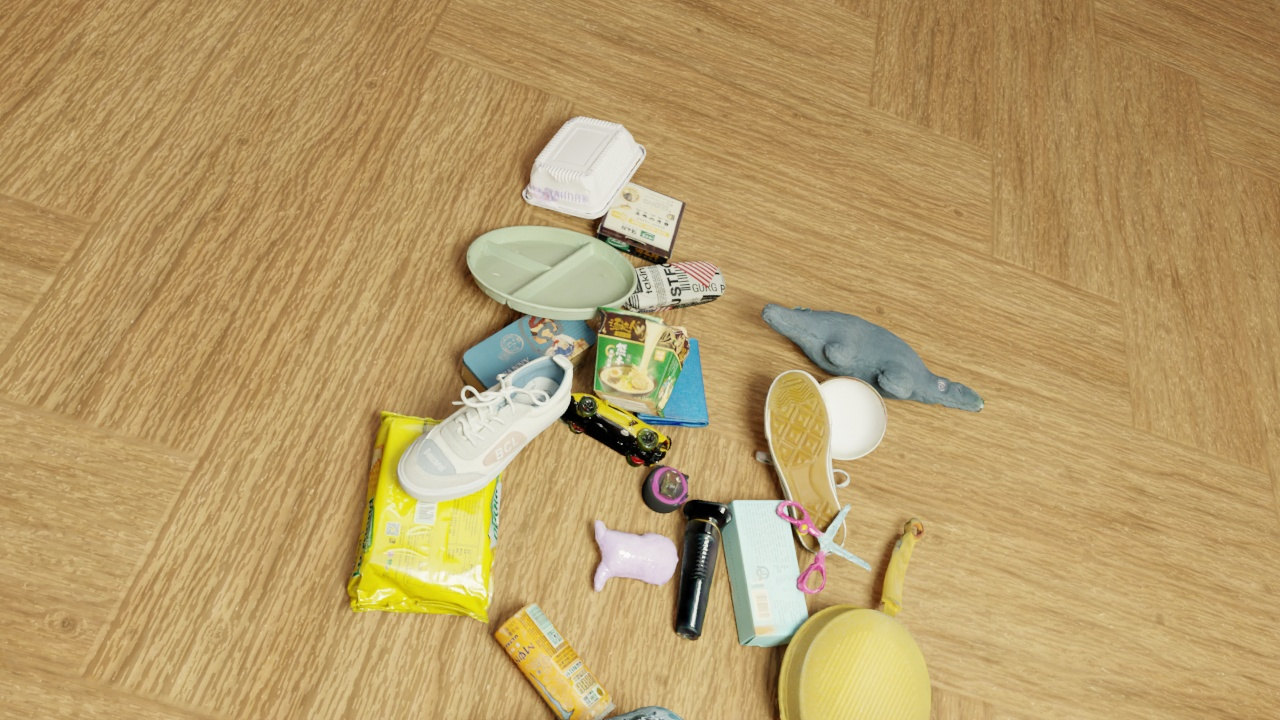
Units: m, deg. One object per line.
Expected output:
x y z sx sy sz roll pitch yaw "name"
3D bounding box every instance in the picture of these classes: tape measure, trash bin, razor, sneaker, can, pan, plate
0.032 0.162 1.155 0.057 0.039 0.057 23 57 -4 "tape measure"
-0.032 0.443 0.884 0.194 0.227 0.226 -12 64 -38 "trash bin"
0.071 0.253 1.110 0.062 0.068 0.167 4 65 16 "razor"
-0.165 0.069 1.034 0.089 0.091 0.241 44 54 14 "sneaker"
0.214 0.134 1.203 0.118 0.088 0.241 -12 84 1 "sneaker"
-0.094 0.337 1.001 0.058 0.058 0.146 -34 75 -31 "can"
0.286 0.331 1.109 0.197 0.078 0.356 44 63 -12 "pan"
-0.119 -0.119 1.230 0.230 0.028 0.229 9 34 -6 "plate"

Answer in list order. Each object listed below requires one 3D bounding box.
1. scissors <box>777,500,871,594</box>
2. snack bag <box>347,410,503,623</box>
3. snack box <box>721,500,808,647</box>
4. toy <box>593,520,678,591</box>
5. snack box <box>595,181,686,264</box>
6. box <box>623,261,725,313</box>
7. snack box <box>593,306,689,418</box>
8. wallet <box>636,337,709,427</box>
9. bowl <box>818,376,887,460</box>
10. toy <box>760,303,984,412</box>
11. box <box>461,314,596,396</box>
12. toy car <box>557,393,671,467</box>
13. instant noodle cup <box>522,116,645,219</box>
0.221 0.224 1.124 0.133 0.017 0.133 30 62 11 "scissors"
-0.237 0.171 1.048 0.158 0.068 0.246 8 59 -13 "snack bag"
0.151 0.259 1.129 0.074 0.052 0.174 4 60 -19 "snack box"
-0.005 0.238 1.100 0.108 0.039 0.083 10 70 -19 "toy"
-0.001 -0.199 1.347 0.113 0.053 0.125 20 57 -5 "snack box"
0.047 -0.109 1.309 0.164 0.060 0.072 -13 49 -24 "box"
-0.007 0.007 1.158 0.117 0.118 0.105 12 75 12 "snack box"
0.037 0.025 1.240 0.106 0.040 0.132 6 58 -19 "wallet"
0.283 0.077 1.260 0.113 0.114 0.062 48 17 12 "bowl"
0.317 -0.008 1.296 0.356 0.138 0.091 23 100 -11 "toy"
-0.148 -0.001 1.181 0.090 0.062 0.183 45 56 12 "box"
-0.035 0.084 1.160 0.156 0.071 0.041 28 58 0 "toy car"
-0.084 -0.292 1.346 0.138 0.060 0.173 17 55 20 "instant noodle cup"
